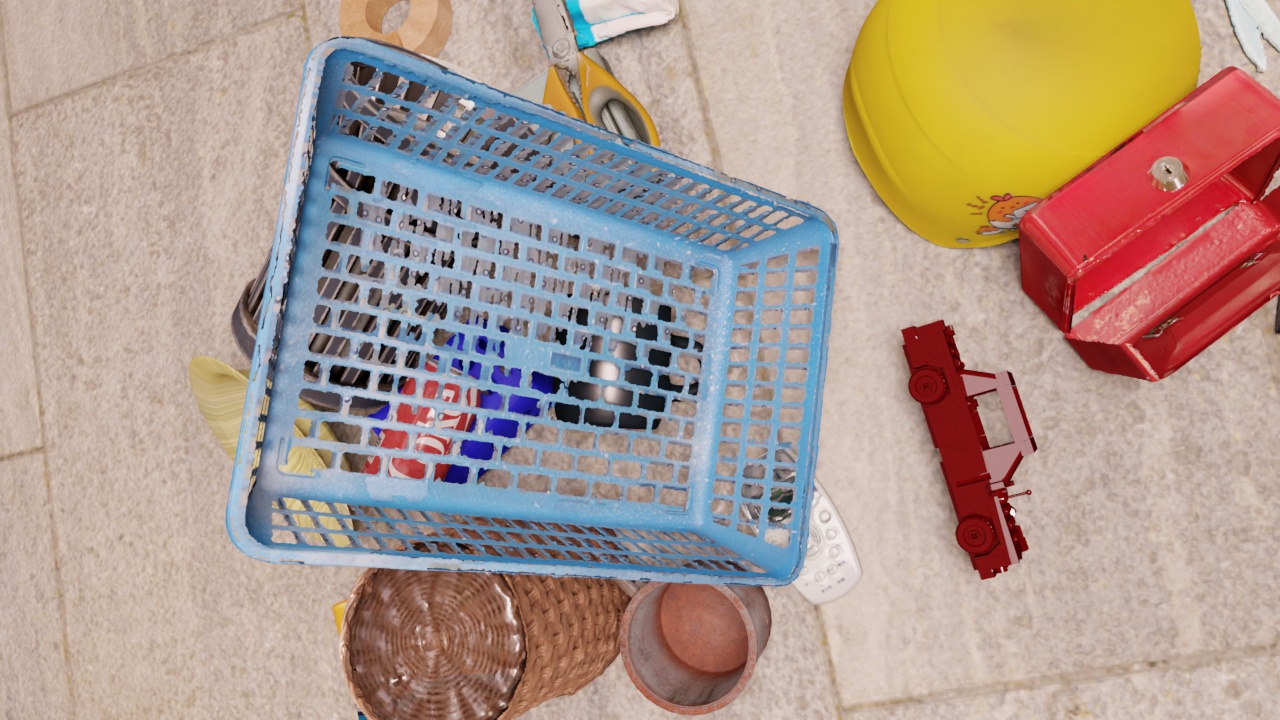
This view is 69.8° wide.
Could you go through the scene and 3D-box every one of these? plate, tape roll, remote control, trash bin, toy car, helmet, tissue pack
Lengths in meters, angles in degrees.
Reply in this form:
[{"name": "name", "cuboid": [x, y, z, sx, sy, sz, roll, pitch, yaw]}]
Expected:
[{"name": "plate", "cuboid": [-0.279, 0.064, 0.725, 0.184, 0.185, 0.036, 36, 52, 15]}, {"name": "tape roll", "cuboid": [-0.210, -0.295, 0.788, 0.094, 0.027, 0.094, -2, 84, 14]}, {"name": "remote control", "cuboid": [0.114, 0.119, 0.662, 0.060, 0.028, 0.114, -31, 77, 9]}, {"name": "trash bin", "cuboid": [-0.100, 0.172, 0.620, 0.151, 0.210, 0.151, -2, 84, 15]}, {"name": "toy car", "cuboid": [0.229, 0.054, 0.617, 0.062, 0.070, 0.169, -19, 80, 24]}, {"name": "trash bin", "cuboid": [-0.190, -0.088, 0.671, 0.164, 0.164, 0.228, 44, 116, 14]}, {"name": "helmet", "cuboid": [0.254, -0.196, 0.600, 0.240, 0.139, 0.209, -20, 80, 11]}, {"name": "tissue pack", "cuboid": [-0.035, -0.349, 0.729, 0.117, 0.066, 0.209, -7, 84, 13]}]

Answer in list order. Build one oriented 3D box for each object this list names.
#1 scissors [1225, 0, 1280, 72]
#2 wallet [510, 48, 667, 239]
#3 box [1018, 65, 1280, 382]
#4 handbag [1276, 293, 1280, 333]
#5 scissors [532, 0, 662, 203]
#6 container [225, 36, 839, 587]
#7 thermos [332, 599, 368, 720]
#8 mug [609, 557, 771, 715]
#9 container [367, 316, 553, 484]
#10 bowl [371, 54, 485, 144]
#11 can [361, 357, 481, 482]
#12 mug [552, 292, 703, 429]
[{"name": "scissors", "cuboid": [0.415, -0.281, 0.632, 0.101, 0.016, 0.178, -32, 77, 9]}, {"name": "wallet", "cuboid": [-0.048, -0.172, 0.725, 0.100, 0.054, 0.131, -30, 74, 8]}, {"name": "box", "cuboid": [0.326, -0.082, 0.577, 0.157, 0.137, 0.126, -40, 82, 7]}, {"name": "handbag", "cuboid": [0.517, -0.107, 0.572, 0.176, 0.072, 0.195, 9, 76, 15]}, {"name": "scissors", "cuboid": [-0.044, -0.222, 0.685, 0.114, 0.016, 0.229, -14, 83, 21]}, {"name": "container", "cuboid": [-0.047, -0.004, 0.555, 0.089, 0.361, 0.257, -3, 78, 56]}, {"name": "thermos", "cuboid": [-0.170, 0.290, 0.702, 0.076, 0.092, 0.232, -15, 80, -16]}, {"name": "mug", "cuboid": [0.030, 0.177, 0.639, 0.123, 0.110, 0.096, 39, 90, 15]}, {"name": "container", "cuboid": [-0.131, 0.035, 0.706, 0.113, 0.085, 0.084, -45, 77, 5]}, {"name": "bowl", "cuboid": [-0.181, -0.199, 0.753, 0.115, 0.062, 0.115, -2, 84, 15]}, {"name": "can", "cuboid": [-0.150, 0.050, 0.637, 0.054, 0.054, 0.096, 26, 90, 15]}, {"name": "mug", "cuboid": [-0.004, 0.004, 0.684, 0.121, 0.085, 0.094, 4, 86, -14]}]
